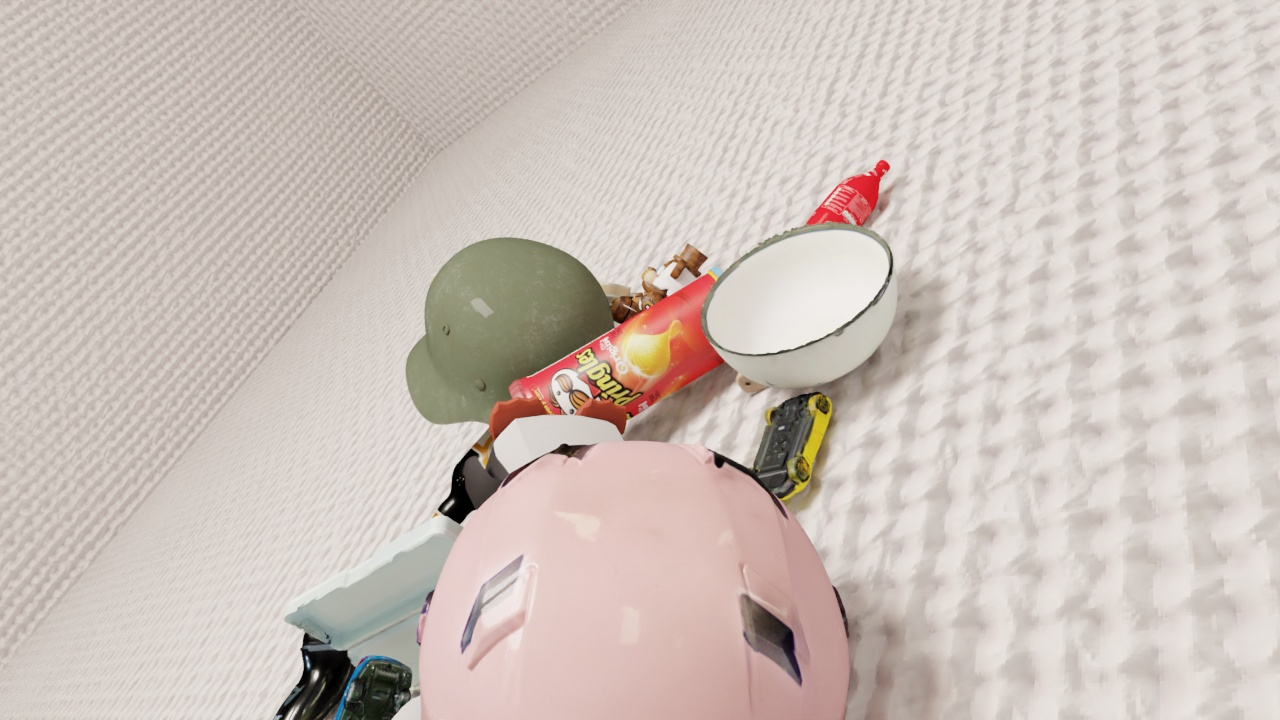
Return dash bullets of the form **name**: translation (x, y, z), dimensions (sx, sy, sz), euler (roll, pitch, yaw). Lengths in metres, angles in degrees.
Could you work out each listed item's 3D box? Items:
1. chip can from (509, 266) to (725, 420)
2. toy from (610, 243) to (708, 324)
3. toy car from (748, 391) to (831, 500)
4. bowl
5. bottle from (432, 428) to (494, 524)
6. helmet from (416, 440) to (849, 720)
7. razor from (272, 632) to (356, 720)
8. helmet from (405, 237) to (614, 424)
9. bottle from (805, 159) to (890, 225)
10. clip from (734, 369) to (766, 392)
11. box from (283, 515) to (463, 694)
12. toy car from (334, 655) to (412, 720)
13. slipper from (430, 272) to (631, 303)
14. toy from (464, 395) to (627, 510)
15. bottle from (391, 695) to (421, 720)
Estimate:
- **chip can**: translation (-0.005, 0.005, 0.821), dimensions (0.213, 0.087, 0.087), euler (-31, 24, -1)
- **toy**: translation (0.023, -0.077, 0.989), dimensions (0.113, 0.067, 0.087), euler (-54, -1, 7)
- **toy car**: translation (0.108, 0.064, 0.664), dimensions (0.049, 0.030, 0.106), euler (-17, 33, 43)
- **bowl**: translation (0.129, -0.033, 0.715), dimensions (0.154, 0.073, 0.153), euler (-21, 35, 15)
- **bottle**: translation (-0.164, 0.121, 0.961), dimensions (0.181, 0.059, 0.059), euler (-50, 25, -13)
- **helmet**: translation (-0.006, 0.132, 0.467), dimensions (0.230, 0.153, 0.254), euler (3, 39, 6)
- **razor**: translation (-0.321, 0.316, 0.881), dimensions (0.053, 0.063, 0.140), euler (-23, 30, 41)
- **helmet**: translation (-0.122, -0.037, 0.940), dimensions (0.226, 0.154, 0.268), euler (-22, 46, -32)
- **bottle**: translation (0.184, -0.133, 0.852), dimensions (0.141, 0.042, 0.042), euler (-48, 24, -10)
- **clip**: translation (0.109, 0.007, 0.768), dimensions (0.061, 0.026, 0.049), euler (-43, 33, -17)
- **box**: translation (-0.187, 0.208, 0.761), dimensions (0.198, 0.136, 0.044), euler (-31, 22, 26)
- **toy car**: translation (-0.224, 0.299, 0.744), dimensions (0.044, 0.056, 0.120), euler (-2, 67, 63)
- **slipper**: translation (-0.138, -0.079, 1.136), dimensions (0.263, 0.115, 0.052), euler (4, 89, 21)
- **toy**: translation (-0.051, 0.133, 0.711), dimensions (0.184, 0.159, 0.140), euler (-123, 41, -56)
- **bottle**: translation (-0.181, 0.305, 0.695), dimensions (0.195, 0.052, 0.052), euler (-52, 25, -18)
